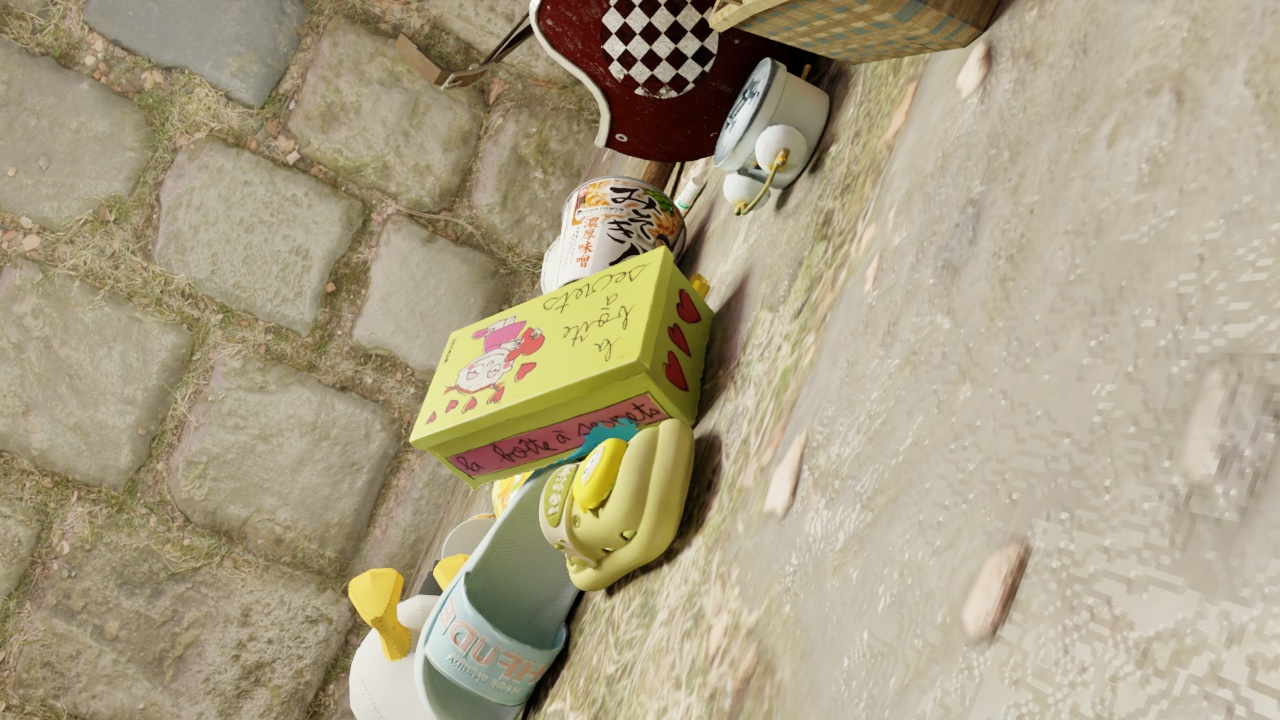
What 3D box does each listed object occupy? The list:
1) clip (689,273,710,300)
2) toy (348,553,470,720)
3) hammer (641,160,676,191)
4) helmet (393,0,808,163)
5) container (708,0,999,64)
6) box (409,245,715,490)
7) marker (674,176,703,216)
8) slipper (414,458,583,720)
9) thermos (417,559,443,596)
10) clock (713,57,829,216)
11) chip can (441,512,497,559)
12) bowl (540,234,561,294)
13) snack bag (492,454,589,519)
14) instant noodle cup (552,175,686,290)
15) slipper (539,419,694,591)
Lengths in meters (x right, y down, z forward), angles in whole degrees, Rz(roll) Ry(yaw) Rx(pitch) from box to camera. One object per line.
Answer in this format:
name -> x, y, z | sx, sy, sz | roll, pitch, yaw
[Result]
clip -> 0.027, -0.051, 0.752 | 0.044, 0.049, 0.054 | -12, -48, -60
toy -> -0.194, 0.310, 0.854 | 0.246, 0.140, 0.268 | -124, 31, -57
hammer -> 0.014, -0.216, 1.056 | 0.218, 0.037, 0.299 | 102, -171, -63
helmet -> 0.008, -0.278, 0.736 | 0.235, 0.253, 0.232 | -39, 18, 36
container -> 0.091, -0.263, 0.508 | 0.249, 0.186, 0.158 | -110, 45, -74
box -> -0.059, 0.010, 0.695 | 0.222, 0.082, 0.124 | -20, 40, 34
marker -> 0.030, -0.146, 0.987 | 0.146, 0.017, 0.017 | 128, 162, -52
slipper -> -0.098, 0.190, 0.718 | 0.245, 0.104, 0.074 | -61, 9, 5
thermos -> -0.248, 0.335, 1.141 | 0.086, 0.086, 0.198 | 139, 152, -65
clock -> 0.087, -0.153, 0.641 | 0.083, 0.057, 0.117 | -46, 24, 59
chip can -> -0.171, 0.207, 1.001 | 0.215, 0.075, 0.075 | 135, 157, -79
bowl -> -0.062, -0.103, 1.138 | 0.061, 0.117, 0.117 | 11, 74, 40
snack bag -> -0.083, 0.095, 0.863 | 0.247, 0.068, 0.159 | -147, 76, -74
instant noodle cup -> -0.027, -0.085, 0.852 | 0.124, 0.123, 0.121 | -55, 15, 46
slipper -> -0.025, 0.094, 0.619 | 0.191, 0.081, 0.091 | 125, 167, -54
